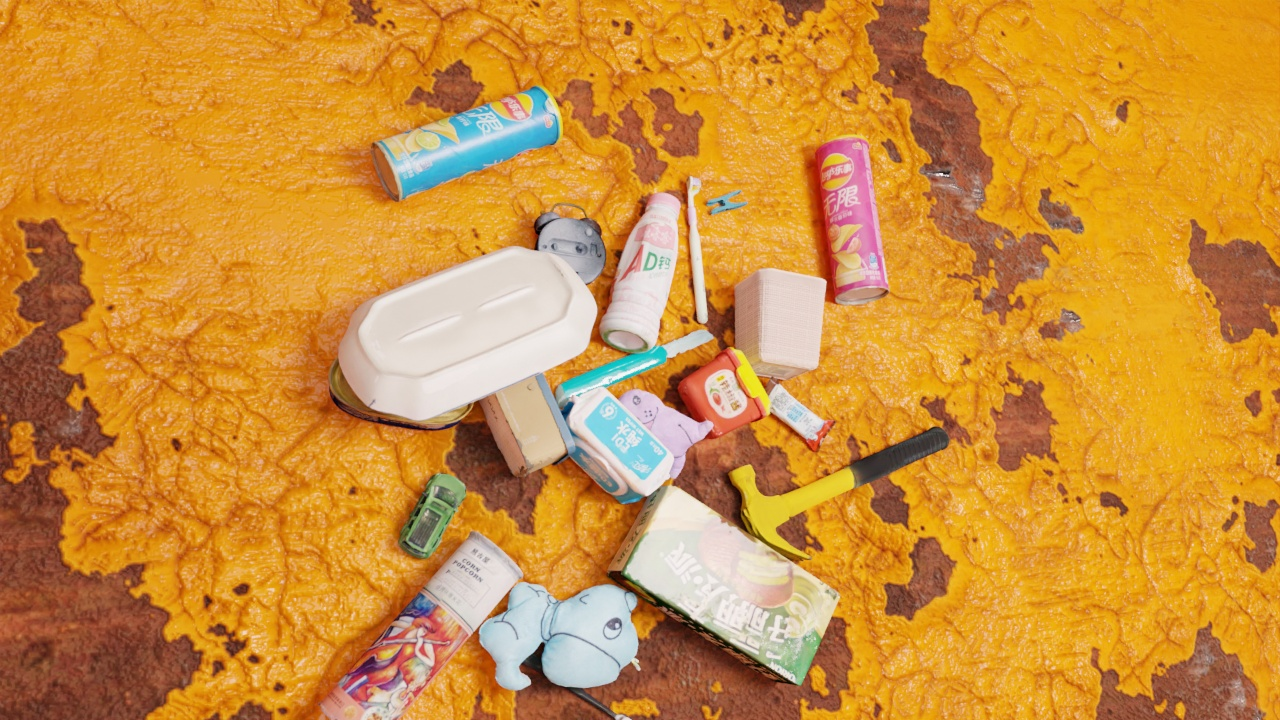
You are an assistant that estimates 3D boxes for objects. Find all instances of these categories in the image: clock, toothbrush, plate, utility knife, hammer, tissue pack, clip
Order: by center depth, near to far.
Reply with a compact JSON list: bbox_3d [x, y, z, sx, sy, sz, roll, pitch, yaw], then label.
[{"bbox_3d":[-0.171,-0.041,0.924,0.265,0.034,0.162,-23,61,-21],"label":"plate"},{"bbox_3d":[-0.075,0.337,0.954,0.181,0.018,0.015,35,70,-5],"label":"toothbrush"},{"bbox_3d":[-0.034,0.094,0.995,0.140,0.090,0.063,45,65,-3],"label":"tissue pack"},{"bbox_3d":[-0.084,-0.129,1.060,0.082,0.055,0.121,7,72,-17],"label":"clock"},{"bbox_3d":[-0.006,0.006,1.071,0.215,0.013,0.029,-22,82,-21],"label":"utility knife"},{"bbox_3d":[0.253,0.144,1.112,0.300,0.033,0.128,-19,82,-23],"label":"hammer"},{"bbox_3d":[0.071,-0.137,1.136,0.020,0.029,0.189,-8,75,22],"label":"toothbrush"},{"bbox_3d":[0.110,-0.201,1.170,0.056,0.014,0.042,-22,82,-22],"label":"clip"}]

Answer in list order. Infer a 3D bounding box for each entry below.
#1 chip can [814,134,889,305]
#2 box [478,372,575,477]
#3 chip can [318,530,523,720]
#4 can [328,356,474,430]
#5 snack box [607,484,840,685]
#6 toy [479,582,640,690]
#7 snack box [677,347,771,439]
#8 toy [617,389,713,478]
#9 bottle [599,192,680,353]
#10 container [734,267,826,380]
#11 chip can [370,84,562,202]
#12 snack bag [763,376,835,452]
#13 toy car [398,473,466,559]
[{"bbox_3d":[0.273,-0.182,1.190,0.071,0.072,0.210,1,75,-19],"label":"chip can"},{"bbox_3d":[-0.133,0.043,0.976,0.061,0.090,0.184,-24,85,-23],"label":"box"},{"bbox_3d":[-0.211,0.270,0.895,0.071,0.071,0.214,43,67,-4],"label":"chip can"},{"bbox_3d":[-0.250,0.032,0.960,0.148,0.049,0.074,11,72,-16],"label":"can"},{"bbox_3d":[0.093,0.247,1.010,0.240,0.063,0.114,34,68,-8],"label":"snack box"},{"bbox_3d":[-0.073,0.285,0.948,0.156,0.050,0.161,42,61,-2],"label":"toy"},{"bbox_3d":[0.094,0.042,1.065,0.080,0.082,0.091,-29,86,-10],"label":"snack box"},{"bbox_3d":[0.017,0.076,1.038,0.108,0.038,0.084,30,109,0],"label":"toy"},{"bbox_3d":[0.007,-0.107,1.081,0.068,0.068,0.196,22,65,-12],"label":"bottle"},{"bbox_3d":[0.165,-0.040,1.104,0.090,0.090,0.110,10,75,-17],"label":"container"},{"bbox_3d":[-0.195,-0.248,1.046,0.209,0.071,0.071,-27,85,-24],"label":"chip can"},{"bbox_3d":[0.188,0.066,1.114,0.104,0.026,0.048,33,87,-6],"label":"snack bag"},{"bbox_3d":[-0.213,0.159,0.946,0.043,0.036,0.091,29,64,-8],"label":"toy car"}]
